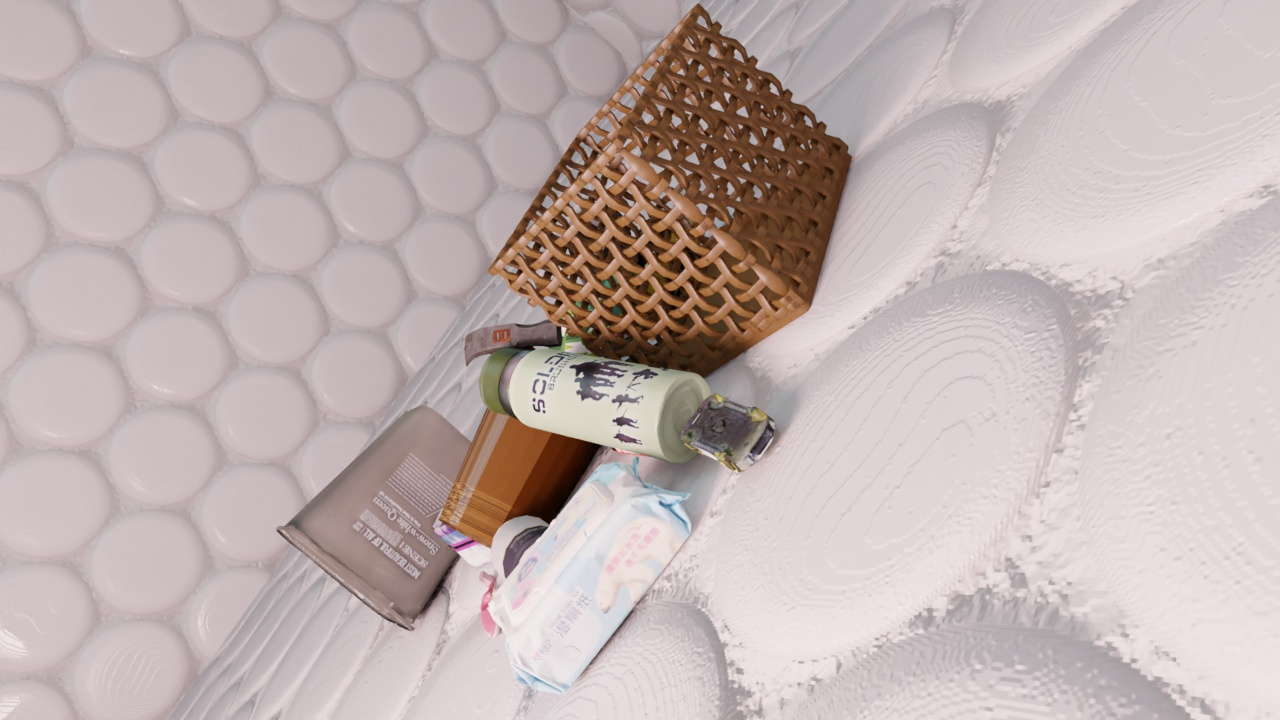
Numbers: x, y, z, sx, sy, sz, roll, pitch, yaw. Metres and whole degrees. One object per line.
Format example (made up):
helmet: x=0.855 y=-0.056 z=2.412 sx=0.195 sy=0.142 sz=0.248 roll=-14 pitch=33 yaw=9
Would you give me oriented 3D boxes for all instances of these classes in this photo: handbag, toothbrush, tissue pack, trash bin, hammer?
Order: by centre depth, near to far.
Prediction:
tissue pack: x=-0.040 y=0.157 z=0.711 sx=0.182 sy=0.070 sz=0.112 roll=-52 pitch=15 yaw=-5
toothbrush: x=-0.153 y=0.244 z=0.928 sx=0.021 sy=0.016 sz=0.135 roll=-52 pitch=16 yaw=1
hammer: x=-0.114 y=0.007 z=1.039 sx=0.301 sy=0.111 sz=0.028 roll=55 pitch=-150 yaw=-75
handbag: x=-0.157 y=0.151 z=1.075 sx=0.145 sy=0.068 sz=0.169 roll=-30 pitch=20 yaw=51
trash bin: x=-0.308 y=0.192 z=1.176 sx=0.219 sy=0.197 sz=0.198 roll=-52 pitch=15 yaw=-24

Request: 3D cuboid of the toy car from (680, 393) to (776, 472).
toy car: x=0.068 y=0.057 z=0.696 sx=0.048 sy=0.033 sz=0.105 roll=-52 pitch=21 yaw=-8

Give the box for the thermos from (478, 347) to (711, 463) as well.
thermos: x=-0.047 y=0.032 z=0.819 sx=0.232 sy=0.082 sz=0.082 roll=9 pitch=58 yaw=41

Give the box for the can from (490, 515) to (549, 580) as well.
can: x=-0.096 y=0.178 z=0.828 sx=0.064 sy=0.064 sz=0.127 roll=-55 pitch=16 yaw=-12

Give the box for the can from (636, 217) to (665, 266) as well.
can: x=0.016 y=-0.142 z=1.221 sx=0.054 sy=0.054 sz=0.137 roll=-42 pitch=19 yaw=30

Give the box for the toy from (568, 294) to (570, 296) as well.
toy: x=-0.068 y=-0.046 z=1.269 sx=0.093 sy=0.088 sz=0.133 roll=-18 pitch=-34 yaw=-40

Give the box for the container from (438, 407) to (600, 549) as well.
container: x=-0.124 y=0.112 z=0.950 sx=0.167 sy=0.132 sz=0.132 roll=-63 pitch=19 yaw=-17

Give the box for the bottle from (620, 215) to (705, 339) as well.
bottle: x=0.032 y=-0.102 z=1.058 sx=0.053 sy=0.053 sz=0.185 roll=-35 pitch=21 yaw=44

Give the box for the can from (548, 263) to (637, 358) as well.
can: x=-0.046 y=-0.052 z=1.146 sx=0.144 sy=0.083 sz=0.082 roll=-43 pitch=19 yaw=29

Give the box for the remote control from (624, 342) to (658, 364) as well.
remote control: x=-0.006 y=0.006 z=1.036 sx=0.137 sy=0.015 sz=0.032 roll=-35 pitch=23 yaw=44

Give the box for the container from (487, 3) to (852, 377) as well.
container: x=0.036 y=-0.145 z=0.889 sx=0.220 sy=0.214 sz=0.250 roll=-35 pitch=23 yaw=45

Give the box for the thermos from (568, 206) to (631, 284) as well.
thermos: x=-0.054 y=-0.148 z=1.256 sx=0.082 sy=0.082 sz=0.240 roll=-52 pitch=-1 yaw=-3

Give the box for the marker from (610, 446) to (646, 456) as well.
marker: x=-0.003 y=0.080 z=0.865 sx=0.019 sy=0.019 sz=0.146 roll=-56 pitch=17 yaw=-15
